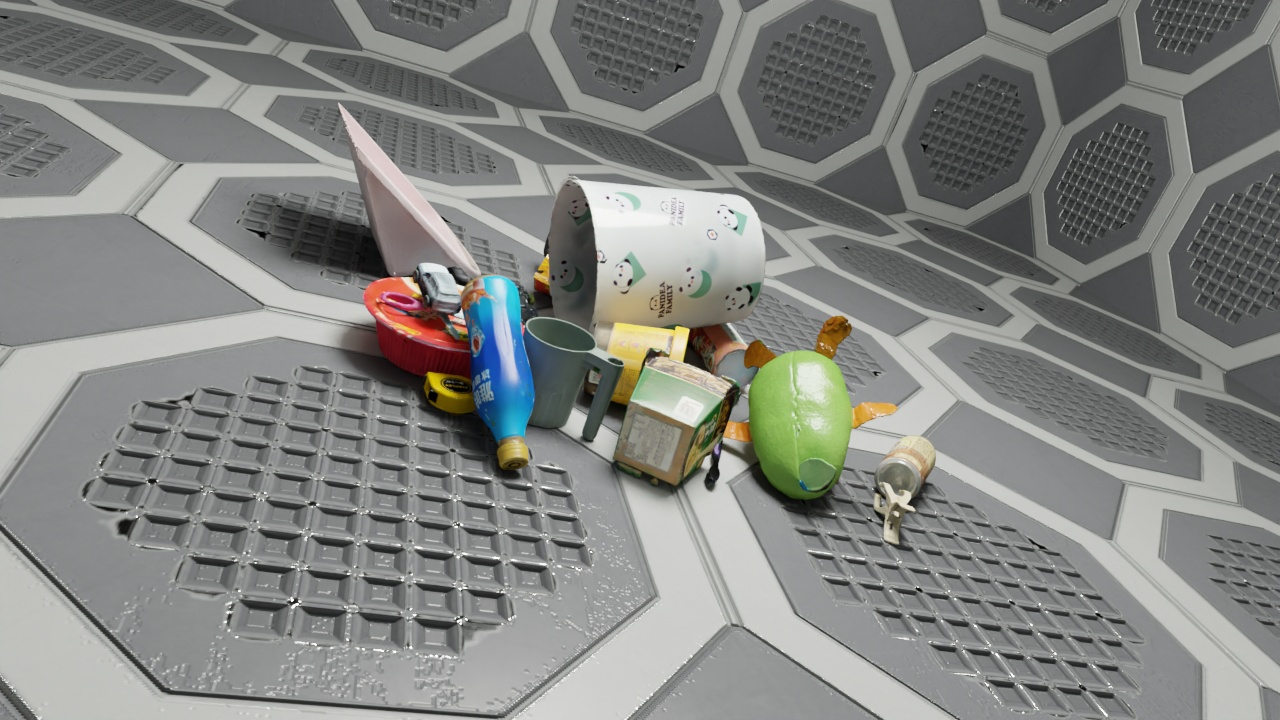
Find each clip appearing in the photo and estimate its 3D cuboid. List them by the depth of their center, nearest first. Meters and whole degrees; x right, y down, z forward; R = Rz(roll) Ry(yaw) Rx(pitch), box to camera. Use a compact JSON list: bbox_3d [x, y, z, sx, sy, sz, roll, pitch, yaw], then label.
[{"bbox_3d":[0.303,0.178,1.093,0.034,0.070,0.099,21,15,1],"label":"clip"}]

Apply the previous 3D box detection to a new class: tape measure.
[{"bbox_3d":[-0.206,0.038,1.007,0.060,0.029,0.057,8,24,-27],"label":"tape measure"}]

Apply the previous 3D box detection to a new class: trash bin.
[{"bbox_3d":[0.021,-0.139,1.279,0.251,0.230,0.229,-4,30,-20],"label":"trash bin"}]

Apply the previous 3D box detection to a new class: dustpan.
[{"bbox_3d":[-0.325,-0.235,1.320,0.138,0.274,0.222,-16,37,-16],"label":"dustpan"}]

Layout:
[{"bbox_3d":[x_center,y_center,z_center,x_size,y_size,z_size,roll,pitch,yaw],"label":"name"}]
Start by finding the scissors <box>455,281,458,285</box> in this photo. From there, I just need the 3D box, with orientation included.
[{"bbox_3d":[-0.239,-0.074,1.266,0.162,0.012,0.175,14,22,-11],"label":"scissors"}]

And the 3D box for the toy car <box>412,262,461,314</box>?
[{"bbox_3d":[-0.232,-0.085,1.055,0.042,0.034,0.090,3,34,-30],"label":"toy car"}]

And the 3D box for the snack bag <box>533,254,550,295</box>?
[{"bbox_3d":[-0.060,-0.093,1.410,0.208,0.073,0.128,29,22,3],"label":"snack bag"}]

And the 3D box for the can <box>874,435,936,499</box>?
[{"bbox_3d":[0.346,0.139,1.193,0.058,0.059,0.116,28,24,20],"label":"can"}]

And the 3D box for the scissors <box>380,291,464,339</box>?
[{"bbox_3d":[-0.238,-0.060,1.058,0.133,0.017,0.133,7,29,-35],"label":"scissors"}]

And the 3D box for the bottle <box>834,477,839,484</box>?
[{"bbox_3d":[0.215,0.104,1.169,0.066,0.067,0.149,9,31,-24],"label":"bottle"}]

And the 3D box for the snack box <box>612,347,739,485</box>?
[{"bbox_3d":[0.032,0.069,1.023,0.118,0.118,0.105,21,27,11],"label":"snack box"}]

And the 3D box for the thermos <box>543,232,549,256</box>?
[{"bbox_3d":[-0.042,-0.154,1.523,0.242,0.068,0.090,22,-17,-22],"label":"thermos"}]

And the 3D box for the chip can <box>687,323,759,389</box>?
[{"bbox_3d":[0.110,-0.034,1.383,0.071,0.071,0.214,11,24,-21],"label":"chip can"}]

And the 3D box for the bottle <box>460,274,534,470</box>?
[{"bbox_3d":[-0.148,0.012,0.975,0.065,0.065,0.218,6,55,-30],"label":"bottle"}]

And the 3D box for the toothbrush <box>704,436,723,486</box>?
[{"bbox_3d":[0.092,0.110,1.116,0.014,0.017,0.188,31,19,-2],"label":"toothbrush"}]

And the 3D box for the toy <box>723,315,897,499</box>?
[{"bbox_3d":[0.193,0.062,1.114,0.227,0.090,0.246,-11,51,21],"label":"toy"}]

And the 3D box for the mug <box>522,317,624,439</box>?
[{"bbox_3d":[-0.088,0.023,1.043,0.124,0.103,0.083,28,23,17],"label":"mug"}]

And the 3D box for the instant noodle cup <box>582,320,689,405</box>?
[{"bbox_3d":[-0.007,0.007,1.142,0.114,0.119,0.118,12,22,1],"label":"instant noodle cup"}]

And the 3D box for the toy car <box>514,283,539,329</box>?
[{"bbox_3d":[-0.161,-0.051,1.223,0.052,0.045,0.120,6,44,-39],"label":"toy car"}]

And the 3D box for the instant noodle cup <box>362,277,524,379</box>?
[{"bbox_3d":[-0.238,-0.032,1.096,0.194,0.066,0.193,16,23,-7],"label":"instant noodle cup"}]

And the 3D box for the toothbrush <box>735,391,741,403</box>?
[{"bbox_3d":[0.088,0.065,1.204,0.012,0.017,0.185,37,27,21],"label":"toothbrush"}]
